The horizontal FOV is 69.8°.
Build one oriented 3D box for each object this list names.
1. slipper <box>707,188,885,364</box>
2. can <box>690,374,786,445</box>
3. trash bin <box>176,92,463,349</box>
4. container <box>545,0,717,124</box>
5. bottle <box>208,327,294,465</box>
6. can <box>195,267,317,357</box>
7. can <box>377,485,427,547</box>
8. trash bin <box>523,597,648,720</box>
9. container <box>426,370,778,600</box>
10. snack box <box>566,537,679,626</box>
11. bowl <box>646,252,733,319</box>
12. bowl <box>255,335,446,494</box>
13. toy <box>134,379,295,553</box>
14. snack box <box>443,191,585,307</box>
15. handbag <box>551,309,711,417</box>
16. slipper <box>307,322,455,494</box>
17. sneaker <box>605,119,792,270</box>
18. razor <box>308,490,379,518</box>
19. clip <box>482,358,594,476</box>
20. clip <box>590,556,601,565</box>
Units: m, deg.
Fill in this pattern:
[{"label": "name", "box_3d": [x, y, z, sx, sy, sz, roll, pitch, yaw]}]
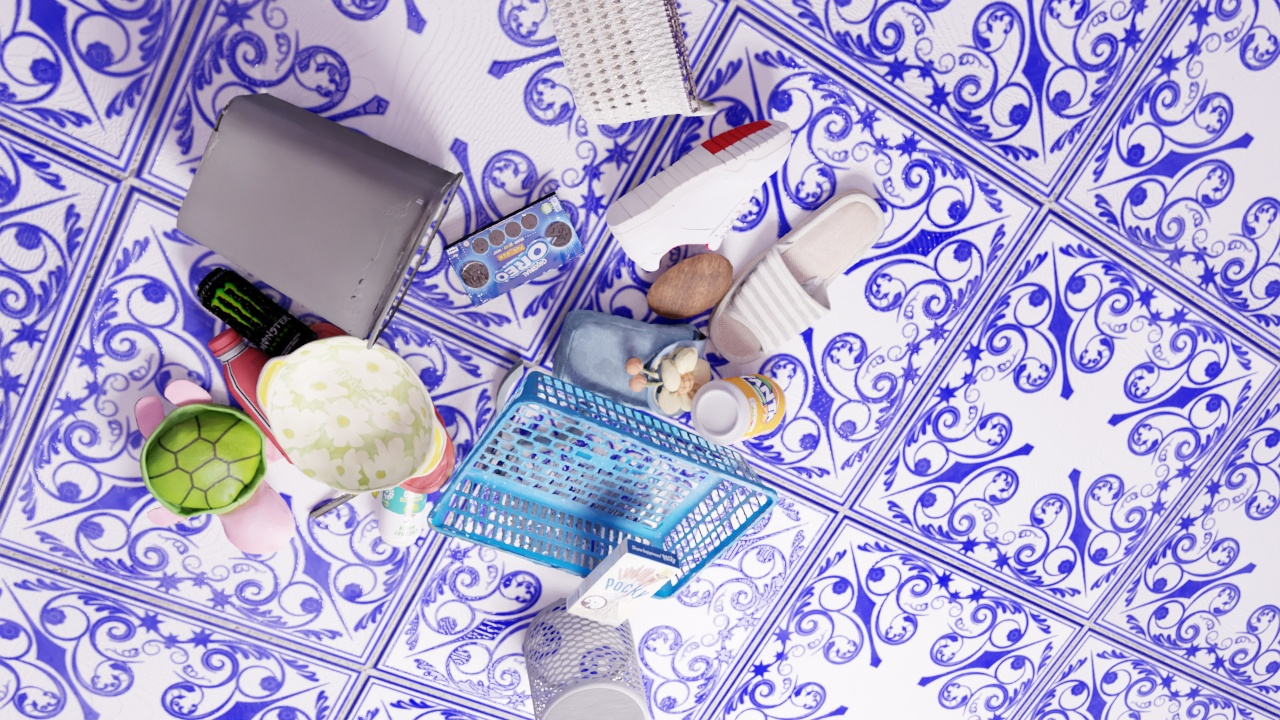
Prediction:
[{"label": "slipper", "box_3d": [0.198, -0.103, 1.157, 0.114, 0.054, 0.273, 42, 97, -16]}, {"label": "can", "box_3d": [0.126, 0.059, 1.148, 0.079, 0.142, 0.079, 2, 94, 30]}, {"label": "trash bin", "box_3d": [-0.334, -0.159, 0.969, 0.220, 0.197, 0.198, 27, 104, -12]}, {"label": "container", "box_3d": [-0.018, -0.366, 0.956, 0.143, 0.184, 0.252, -13, 111, 7]}, {"label": "bottle", "box_3d": [-0.440, 0.040, 1.085, 0.062, 0.062, 0.176, -30, 112, 2]}, {"label": "can", "box_3d": [-0.435, -0.048, 1.046, 0.137, 0.054, 0.054, 38, 100, -6]}, {"label": "can", "box_3d": [-0.301, 0.182, 1.167, 0.055, 0.055, 0.102, 9, 108, -13]}, {"label": "trash bin", "box_3d": [-0.073, 0.434, 1.232, 0.156, 0.183, 0.157, -3, 110, -9]}, {"label": "container", "box_3d": [-0.047, 0.155, 1.135, 0.362, 0.089, 0.258, 24, 126, -24]}, {"label": "snack box", "box_3d": [-0.024, 0.287, 1.178, 0.082, 0.026, 0.150, 23, 127, -24]}, {"label": "bowl", "box_3d": [0.065, -0.082, 1.122, 0.114, 0.026, 0.102, -34, 145, 16]}, {"label": "bowl", "box_3d": [-0.321, 0.055, 1.048, 0.219, 0.060, 0.189, 24, 108, -5]}, {"label": "toy", "box_3d": [-0.506, 0.134, 1.096, 0.189, 0.088, 0.238, -33, 109, -16]}, {"label": "snack box", "box_3d": [-0.150, -0.131, 1.093, 0.150, 0.027, 0.082, -27, 113, 1]}, {"label": "handbag", "box_3d": [-0.007, 0.007, 1.122, 0.191, 0.118, 0.122, 11, 109, -22]}, {"label": "slipper", "box_3d": [-0.316, 0.053, 1.115, 0.103, 0.059, 0.249, -40, 96, 8]}, {"label": "sneaker", "box_3d": [0.083, -0.187, 1.088, 0.236, 0.090, 0.104, -32, 121, 1]}, {"label": "razor", "box_3d": [-0.376, 0.175, 1.166, 0.106, 0.042, 0.026, -28, 115, 11]}, {"label": "clip", "box_3d": [-0.119, 0.091, 1.181, 0.164, 0.030, 0.173, 13, 109, -12]}, {"label": "clip", "box_3d": [-0.057, 0.287, 1.261, 0.054, 0.048, 0.046, 28, 148, -17]}]
